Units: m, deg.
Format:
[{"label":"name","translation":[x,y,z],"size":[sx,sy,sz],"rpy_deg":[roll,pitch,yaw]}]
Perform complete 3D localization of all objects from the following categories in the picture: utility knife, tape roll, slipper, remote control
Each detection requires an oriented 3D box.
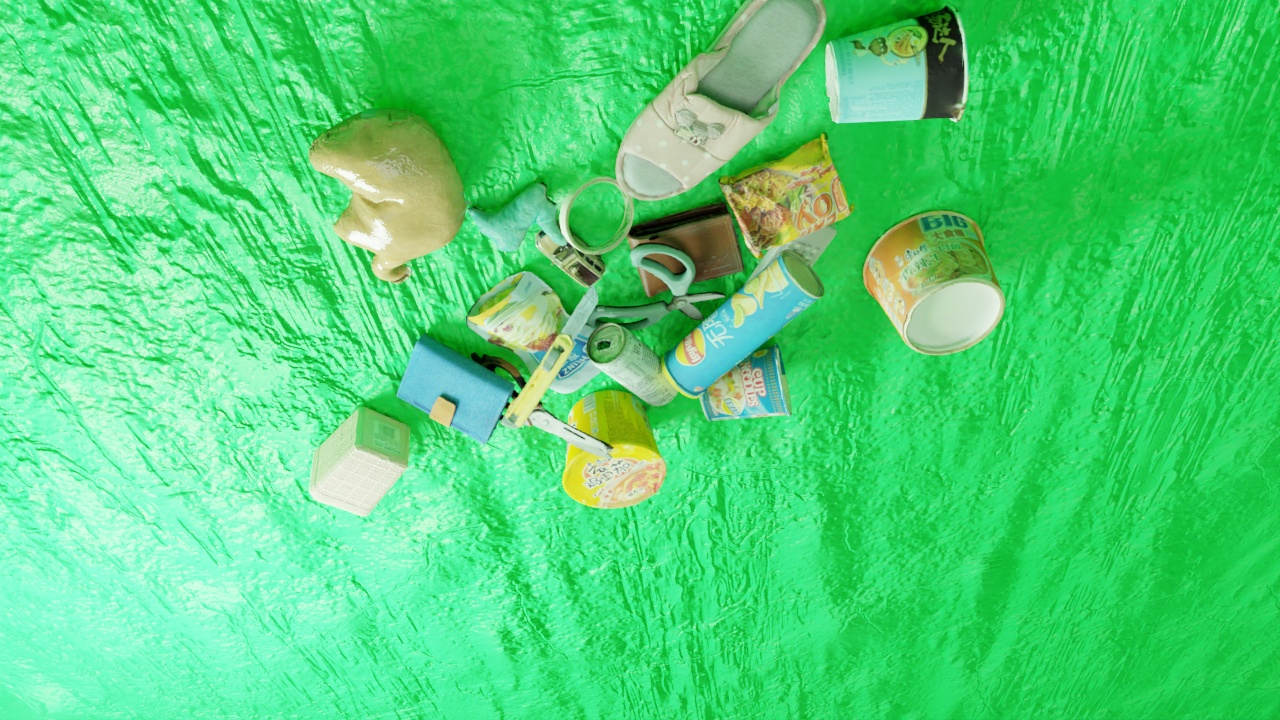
[{"label":"utility knife","translation":[-0.107,0.001,1.106],"size":[0.031,0.022,0.220],"rpy_deg":[38,107,9]},{"label":"tape roll","translation":[-0.047,-0.158,0.996],"size":[0.085,0.014,0.086],"rpy_deg":[-15,121,-27]},{"label":"slipper","translation":[0.077,-0.256,0.916],"size":[0.114,0.054,0.275],"rpy_deg":[27,124,-32]},{"label":"remote control","translation":[0.173,-0.112,1.101],"size":[0.058,0.021,0.150],"rpy_deg":[14,130,-22]}]

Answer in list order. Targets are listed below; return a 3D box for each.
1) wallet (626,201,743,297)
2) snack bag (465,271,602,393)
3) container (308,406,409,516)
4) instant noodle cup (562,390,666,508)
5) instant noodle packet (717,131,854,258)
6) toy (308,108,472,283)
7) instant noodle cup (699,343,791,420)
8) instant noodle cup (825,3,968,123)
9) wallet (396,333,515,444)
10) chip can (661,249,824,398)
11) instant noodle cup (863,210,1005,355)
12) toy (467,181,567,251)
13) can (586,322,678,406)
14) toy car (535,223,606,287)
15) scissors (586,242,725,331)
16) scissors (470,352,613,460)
[{"label":"wallet","translation":[0.053,-0.125,1.060],"size":[0.125,0.032,0.101],"rpy_deg":[-14,140,9]},{"label":"snack bag","translation":[-0.115,-0.028,1.128],"size":[0.110,0.038,0.191],"rpy_deg":[-39,130,12]},{"label":"container","translation":[-0.366,0.130,1.209],"size":[0.090,0.089,0.111],"rpy_deg":[29,122,-32]},{"label":"instant noodle cup","translation":[-0.040,0.115,1.231],"size":[0.138,0.109,0.138],"rpy_deg":[-5,135,-5]},{"label":"instant noodle packet","translation":[0.164,-0.178,1.008],"size":[0.128,0.044,0.111],"rpy_deg":[-22,124,11]},{"label":"toy","translation":[-0.248,-0.156,0.950],"size":[0.143,0.082,0.226],"rpy_deg":[-2,138,0]},{"label":"instant noodle cup","translation":[0.134,0.036,1.198],"size":[0.110,0.099,0.099],"rpy_deg":[-12,136,13]},{"label":"instant noodle cup","translation":[0.244,-0.278,0.892],"size":[0.120,0.111,0.111],"rpy_deg":[-7,136,6]},{"label":"wallet","translation":[-0.231,0.037,1.142],"size":[0.133,0.040,0.107],"rpy_deg":[30,127,-1]},{"label":"chip can","translation":[0.119,-0.040,1.100],"size":[0.071,0.071,0.211],"rpy_deg":[27,127,-31]},{"label":"instant noodle cup","translation":[0.354,-0.085,1.093],"size":[0.151,0.111,0.152],"rpy_deg":[-5,135,-5]},{"label":"toy","translation":[-0.126,-0.151,0.997],"size":[0.092,0.030,0.096],"rpy_deg":[-35,108,19]},{"label":"can","translation":[-0.007,0.007,1.142],"size":[0.058,0.058,0.146],"rpy_deg":[-28,146,18]},{"label":"toy car","translation":[-0.080,-0.120,1.042],"size":[0.042,0.035,0.090],"rpy_deg":[-36,127,22]},{"label":"scissors","translation":[0.005,-0.074,1.080],"size":[0.180,0.019,0.170],"rpy_deg":[-22,146,22]},{"label":"scissors","translation":[-0.128,0.057,1.146],"size":[0.207,0.015,0.193],"rpy_deg":[-9,109,29]}]
